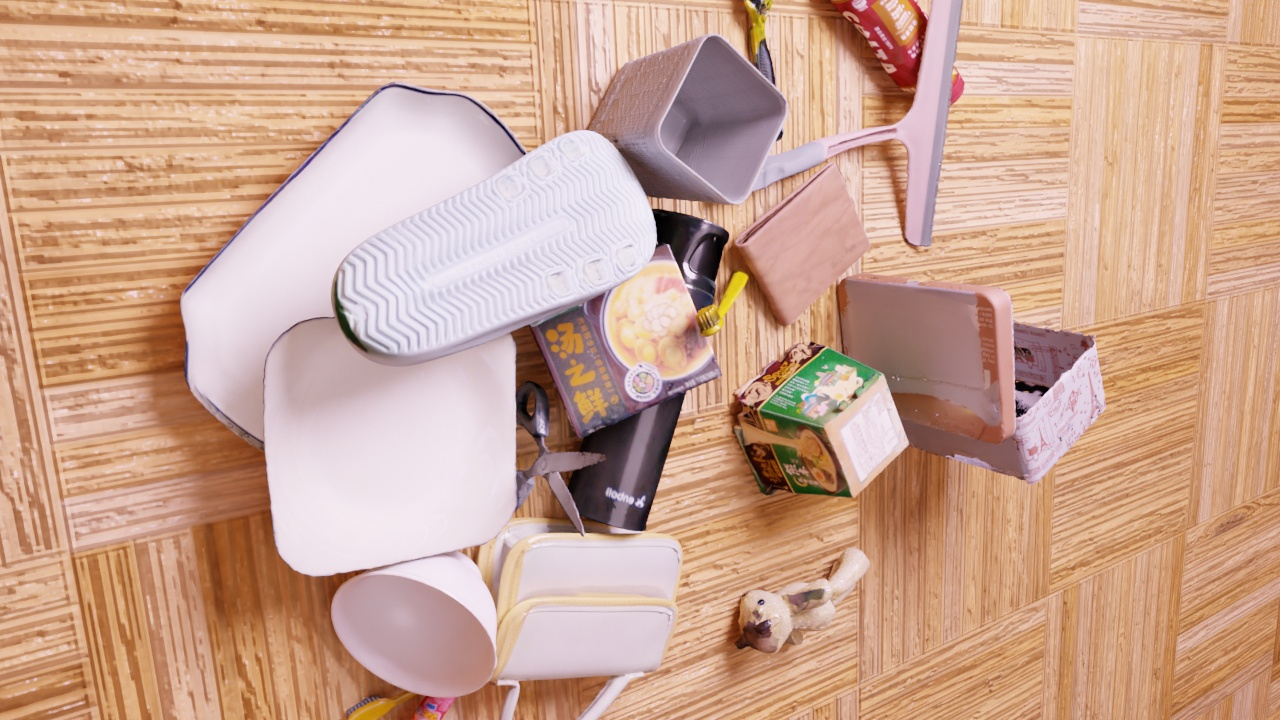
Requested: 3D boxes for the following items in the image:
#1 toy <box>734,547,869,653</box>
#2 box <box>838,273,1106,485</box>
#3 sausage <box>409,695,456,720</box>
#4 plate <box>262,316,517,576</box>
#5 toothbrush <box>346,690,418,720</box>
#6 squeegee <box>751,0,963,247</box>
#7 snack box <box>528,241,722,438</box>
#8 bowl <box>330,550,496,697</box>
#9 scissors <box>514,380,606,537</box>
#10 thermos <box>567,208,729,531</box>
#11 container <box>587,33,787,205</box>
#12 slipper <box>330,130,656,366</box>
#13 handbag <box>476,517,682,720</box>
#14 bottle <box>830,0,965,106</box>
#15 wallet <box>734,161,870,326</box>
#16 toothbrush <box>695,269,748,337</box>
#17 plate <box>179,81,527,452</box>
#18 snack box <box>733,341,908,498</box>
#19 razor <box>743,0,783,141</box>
[{"bbox_3d":[0.155,0.224,0.864,0.156,0.066,0.105,-20,151,-33],"label":"toy"},{"bbox_3d":[0.289,-0.011,0.836,0.156,0.183,0.193,-37,120,-24],"label":"box"},{"bbox_3d":[-0.169,0.280,0.666,0.020,0.020,0.156,34,89,-33],"label":"sausage"},{"bbox_3d":[-0.158,0.048,0.590,0.163,0.034,0.164,-5,102,-34],"label":"plate"},{"bbox_3d":[-0.132,0.228,0.697,0.191,0.018,0.016,-20,111,-32],"label":"toothbrush"},{"bbox_3d":[0.163,-0.182,0.802,0.249,0.040,0.248,-21,129,-22],"label":"squeegee"},{"bbox_3d":[-0.019,-0.024,0.660,0.113,0.053,0.125,-24,95,-5],"label":"snack box"},{"bbox_3d":[-0.145,0.169,0.637,0.118,0.118,0.064,63,26,-25],"label":"bowl"},{"bbox_3d":[-0.068,0.070,0.628,0.014,0.175,0.160,15,133,-26],"label":"scissors"},{"bbox_3d":[-0.004,0.004,0.716,0.090,0.068,0.242,17,87,-11],"label":"thermos"},{"bbox_3d":[0.027,-0.170,0.669,0.090,0.114,0.090,32,80,-33],"label":"container"},{"bbox_3d":[-0.085,-0.065,0.583,0.244,0.074,0.104,-33,91,-36],"label":"slipper"},{"bbox_3d":[-0.048,0.216,0.708,0.163,0.063,0.178,9,86,-34],"label":"handbag"},{"bbox_3d":[0.229,-0.293,0.816,0.175,0.057,0.057,36,78,-33],"label":"bottle"},{"bbox_3d":[0.145,-0.101,0.799,0.115,0.020,0.101,-42,127,-7],"label":"wallet"},{"bbox_3d":[0.064,-0.049,0.700,0.016,0.189,0.016,-23,99,18],"label":"toothbrush"},{"bbox_3d":[-0.175,-0.058,0.603,0.162,0.034,0.265,46,73,-31],"label":"plate"},{"bbox_3d":[0.163,0.059,0.806,0.118,0.106,0.117,-38,118,-22],"label":"snack box"},{"bbox_3d":[0.103,-0.253,0.762,0.042,0.022,0.143,-37,125,-48],"label":"razor"}]
